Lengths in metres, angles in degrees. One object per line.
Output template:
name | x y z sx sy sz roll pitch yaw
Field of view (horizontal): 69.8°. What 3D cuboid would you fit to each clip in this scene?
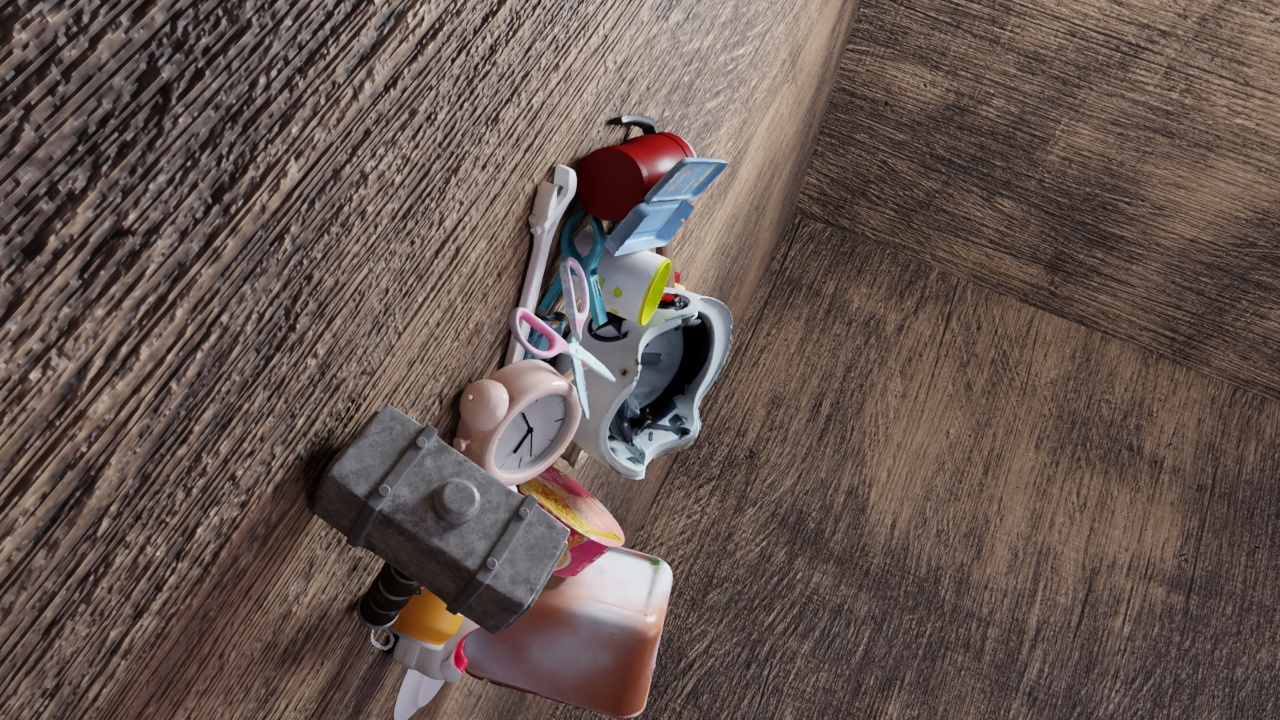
clip | -0.076 -0.104 0.996 0.027 0.104 0.120 -51 156 -68

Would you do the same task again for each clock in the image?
clock | -0.133 0.060 0.957 0.160 0.086 0.131 -24 140 -50
clock | -0.084 0.095 1.377 0.141 0.054 0.093 -60 171 4

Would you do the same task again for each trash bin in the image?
trash bin | -0.093 0.345 1.256 0.181 0.260 0.158 -64 168 -68

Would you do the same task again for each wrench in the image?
wrench | -0.112 -0.072 0.939 0.066 0.018 0.274 -53 164 -56

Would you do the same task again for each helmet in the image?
helmet | -0.007 0.007 1.197 0.263 0.164 0.237 -43 146 -30

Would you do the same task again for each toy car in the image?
toy car | -0.105 -0.023 1.054 0.107 0.027 0.060 -31 144 -74

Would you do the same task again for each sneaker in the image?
sneaker | -0.179 0.249 1.035 0.236 0.104 0.090 -64 180 -10

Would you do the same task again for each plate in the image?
plate | -0.265 0.393 1.213 0.188 0.016 0.188 25 89 -80

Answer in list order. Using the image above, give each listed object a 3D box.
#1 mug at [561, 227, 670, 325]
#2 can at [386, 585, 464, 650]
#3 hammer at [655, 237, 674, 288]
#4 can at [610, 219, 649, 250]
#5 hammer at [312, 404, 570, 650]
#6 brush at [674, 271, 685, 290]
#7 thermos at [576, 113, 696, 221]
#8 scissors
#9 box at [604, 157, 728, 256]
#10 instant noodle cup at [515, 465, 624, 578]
mug | -0.029 -0.097 1.057 0.082 0.106 0.082 25 89 -80
can | -0.202 0.216 0.944 0.079 0.079 0.142 71 43 -76
hammer | 0.036 -0.110 1.291 0.115 0.033 0.323 -38 136 -37
can | 0.008 -0.202 1.164 0.054 0.054 0.136 -9 122 -79
hammer | -0.198 0.176 0.774 0.327 0.177 0.079 -49 -173 50
brush | 0.022 -0.053 1.387 0.082 0.042 0.173 20 94 -80
thermos | -0.002 -0.219 1.023 0.198 0.084 0.108 -41 121 -64
scissors | -0.072 -0.032 0.942 0.170 0.014 0.172 37 49 -45
box | 0.033 -0.172 0.998 0.126 0.021 0.208 -51 174 19
instant noodle cup | -0.114 0.209 1.191 0.078 0.178 0.178 -51 172 7
